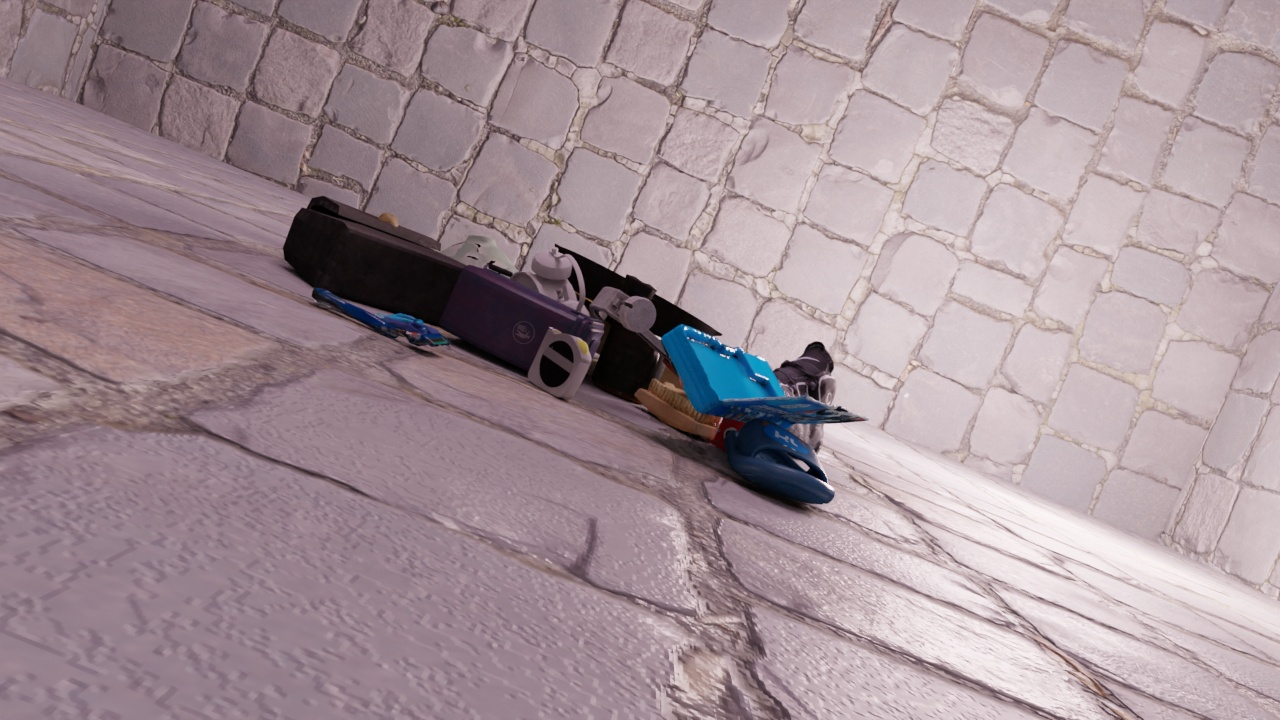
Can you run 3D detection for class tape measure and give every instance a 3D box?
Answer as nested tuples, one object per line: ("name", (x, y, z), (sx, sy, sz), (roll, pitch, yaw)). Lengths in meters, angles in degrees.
("tape measure", (-0.082, 0.003, 0.935), (0.065, 0.064, 0.016), (32, 10, 40))

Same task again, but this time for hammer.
("hammer", (0.063, 0.021, 1.060), (0.315, 0.036, 0.126), (41, -9, -29))

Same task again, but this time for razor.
("razor", (-0.252, -0.038, 0.876), (0.141, 0.018, 0.043), (22, 8, 9))

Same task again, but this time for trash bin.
("trash bin", (-0.127, -0.037, 1.015), (0.161, 0.094, 0.092), (26, 5, 11))

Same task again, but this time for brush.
("brush", (0.047, 0.057, 1.073), (0.049, 0.039, 0.117), (20, 9, -43))

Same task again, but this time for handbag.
("handbag", (-0.323, -0.131, 1.115), (0.199, 0.102, 0.197), (26, 6, 43))

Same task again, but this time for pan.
("pan", (-0.011, -0.072, 1.135), (0.248, 0.043, 0.356), (28, 1, -2))

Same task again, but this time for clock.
("clock", (-0.114, -0.066, 1.104), (0.061, 0.119, 0.160), (-7, -21, -34))

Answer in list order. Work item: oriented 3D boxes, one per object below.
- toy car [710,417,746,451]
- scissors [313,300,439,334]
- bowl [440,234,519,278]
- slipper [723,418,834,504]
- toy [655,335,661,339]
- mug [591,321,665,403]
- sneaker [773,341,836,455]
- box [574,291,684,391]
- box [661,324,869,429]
("toy car", (0.125, 0.091, 1.042), (0.089, 0.038, 0.025), (20, 7, -27))
("scissors", (-0.265, -0.044, 0.924), (0.134, 0.016, 0.073), (17, 9, -42))
("bowl", (-0.246, -0.155, 1.402), (0.174, 0.068, 0.174), (8, -2, 0))
("slipper", (0.139, 0.097, 0.920), (0.104, 0.059, 0.213), (24, 3, -4))
("toy", (-0.007, -0.049, 1.499), (0.138, 0.085, 0.209), (24, -19, 20))
("mug", (-0.007, 0.007, 1.140), (0.085, 0.081, 0.111), (21, 4, -22))
("sneaker", (0.199, 0.035, 1.216), (0.097, 0.150, 0.252), (22, -7, 34))
("box", (-0.036, -0.024, 1.330), (0.247, 0.076, 0.257), (33, -6, -21))
("box", (0.129, 0.042, 0.964), (0.167, 0.075, 0.243), (30, 7, 29))
